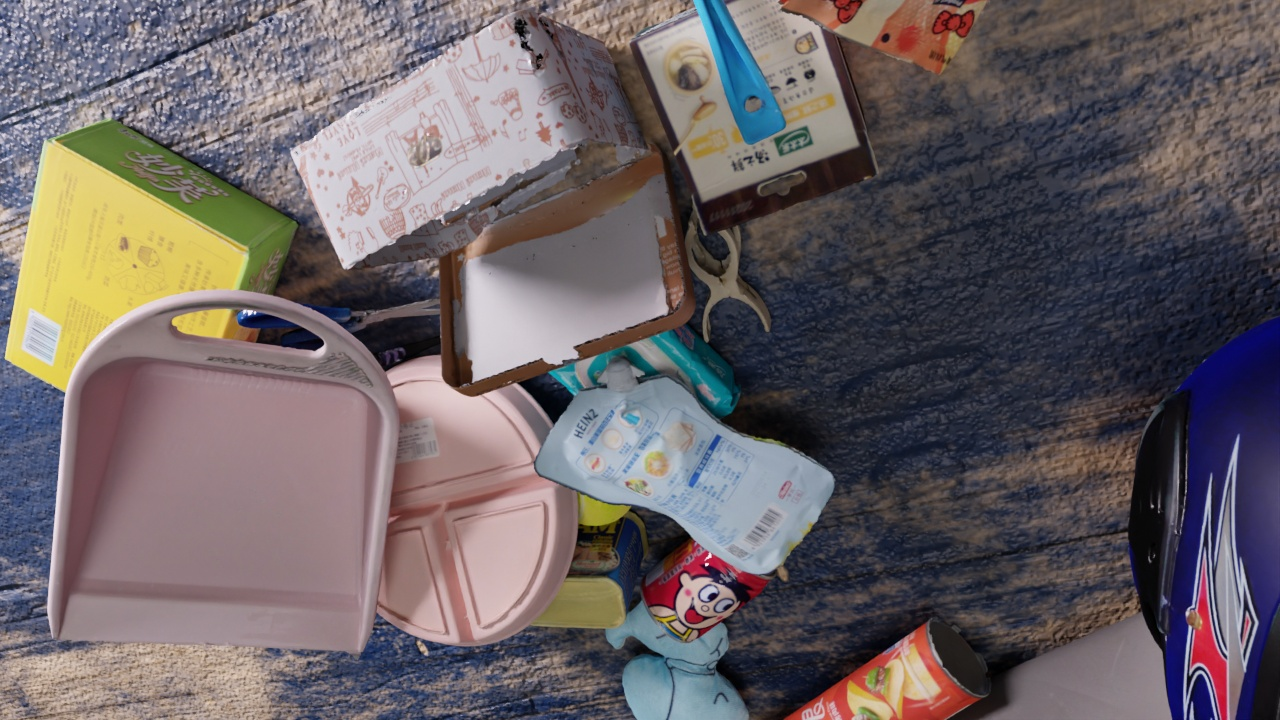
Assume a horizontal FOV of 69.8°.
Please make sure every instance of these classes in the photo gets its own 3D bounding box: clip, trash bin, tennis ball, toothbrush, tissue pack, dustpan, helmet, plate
[{"bbox_3d":[0.056,-0.059,0.622,0.071,0.034,0.100,-9,121,15],"label":"clip"},{"bbox_3d":[0.360,0.320,0.684,0.220,0.198,0.198,-34,107,32],"label":"trash bin"},{"bbox_3d":[-0.034,0.094,0.706,0.065,0.065,0.066,5,119,9],"label":"tennis ball"},{"bbox_3d":[-0.202,-0.001,0.719,0.189,0.016,0.014,-16,104,21],"label":"toothbrush"},{"bbox_3d":[-0.004,0.004,0.658,0.133,0.050,0.093,43,118,-13],"label":"tissue pack"},{"bbox_3d":[-0.281,0.091,0.623,0.222,0.139,0.273,6,90,-19],"label":"dustpan"},{"bbox_3d":[0.404,0.120,0.517,0.247,0.240,0.316,9,102,6],"label":"helmet"},{"bbox_3d":[-0.155,0.110,0.706,0.230,0.028,0.229,2,94,24],"label":"plate"}]

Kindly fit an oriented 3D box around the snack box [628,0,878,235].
[{"bbox_3d":[0.070,-0.157,0.553,0.113,0.053,0.126,-17,114,19],"label":"snack box"}]

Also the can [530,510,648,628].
[{"bbox_3d":[-0.051,0.167,0.739,0.102,0.083,0.057,-2,118,13],"label":"can"}]

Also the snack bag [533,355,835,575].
[{"bbox_3d":[0.031,0.076,0.642,0.191,0.038,0.110,30,119,-10],"label":"snack bag"}]

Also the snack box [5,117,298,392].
[{"bbox_3d":[-0.372,-0.051,0.695,0.157,0.069,0.211,30,120,-6],"label":"snack box"}]

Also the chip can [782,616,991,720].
[{"bbox_3d":[0.186,0.300,0.769,0.073,0.073,0.217,38,120,-10],"label":"chip can"}]

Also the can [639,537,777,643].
[{"bbox_3d":[0.054,0.171,0.726,0.066,0.066,0.094,43,111,-12],"label":"can"}]

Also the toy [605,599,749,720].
[{"bbox_3d":[0.033,0.281,0.804,0.161,0.049,0.157,26,116,-1],"label":"toy"}]

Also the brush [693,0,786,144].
[{"bbox_3d":[0.019,-0.240,0.496,0.083,0.045,0.254,-23,99,12],"label":"brush"}]

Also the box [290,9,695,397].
[{"bbox_3d":[-0.076,-0.076,0.568,0.183,0.154,0.187,-22,91,22],"label":"box"}]

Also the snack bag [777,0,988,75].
[{"bbox_3d":[0.165,-0.257,0.462,0.128,0.073,0.208,5,123,-32],"label":"snack bag"}]

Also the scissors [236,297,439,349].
[{"bbox_3d":[-0.211,-0.033,0.672,0.166,0.156,0.012,-20,70,40],"label":"scissors"}]
